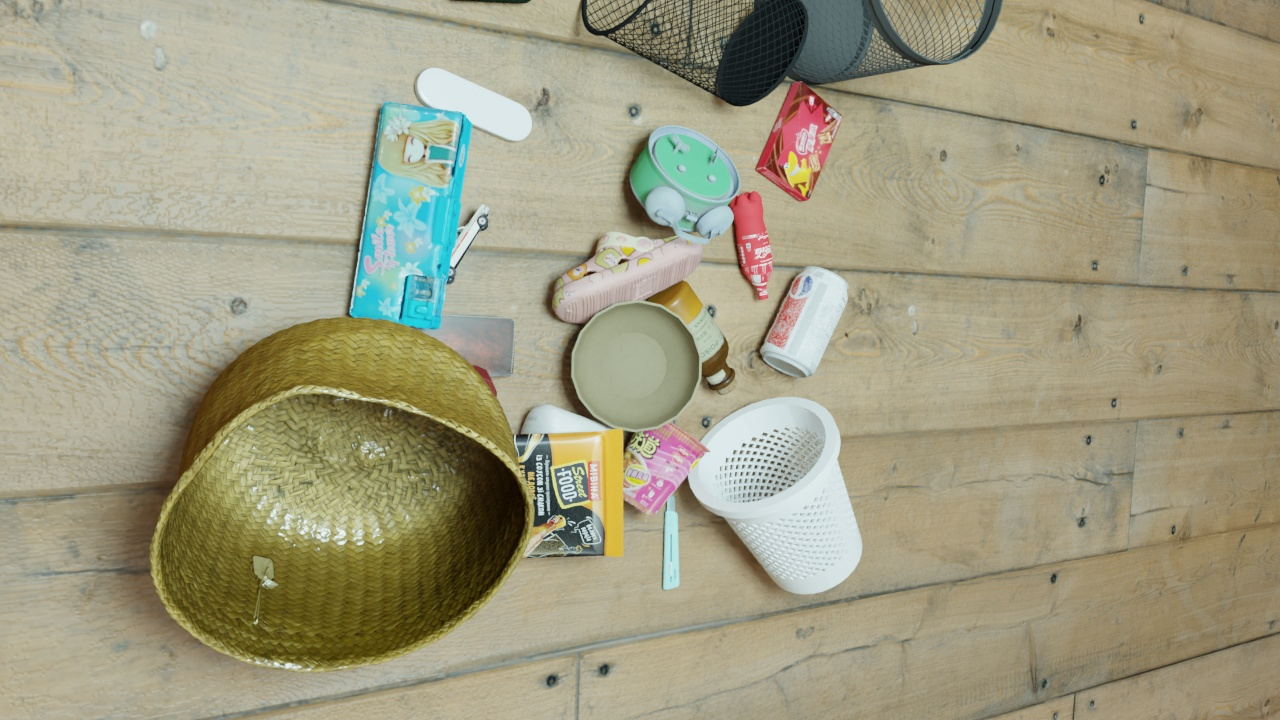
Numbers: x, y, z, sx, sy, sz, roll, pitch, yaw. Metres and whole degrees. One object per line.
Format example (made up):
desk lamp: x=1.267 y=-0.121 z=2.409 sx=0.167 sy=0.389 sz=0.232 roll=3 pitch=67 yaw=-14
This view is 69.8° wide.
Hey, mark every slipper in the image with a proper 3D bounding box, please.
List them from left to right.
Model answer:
slipper: x=-0.022 y=-0.111 z=1.089 sx=0.197 sy=0.093 sz=0.081 roll=-23 pitch=69 yaw=-17

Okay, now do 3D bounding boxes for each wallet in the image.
wallet: x=-0.201 y=-0.016 z=1.023 sx=0.123 sy=0.019 sz=0.072 roll=2 pitch=94 yaw=-30

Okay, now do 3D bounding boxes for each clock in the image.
clock: x=0.056 y=-0.203 z=1.078 sx=0.121 sy=0.076 sz=0.161 roll=13 pitch=50 yaw=-23

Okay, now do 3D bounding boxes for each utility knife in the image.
utility knife: x=0.039 y=0.235 z=1.190 sx=0.022 sy=0.015 sz=0.126 roll=0 pitch=94 yaw=2

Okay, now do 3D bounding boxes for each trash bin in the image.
trash bin: x=0.071 y=-0.407 z=1.059 sx=0.210 sy=0.184 sz=0.184 roll=22 pitch=83 yaw=-35
trash bin: x=0.191 y=0.186 z=1.186 sx=0.195 sy=0.196 sz=0.200 roll=-43 pitch=123 yaw=-20
trash bin: x=0.285 y=-0.459 z=1.141 sx=0.217 sy=0.228 sz=0.218 roll=-3 pitch=96 yaw=-30

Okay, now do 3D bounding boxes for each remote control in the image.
remote control: x=-0.182 y=-0.281 z=1.012 sx=0.136 sy=0.013 sz=0.043 roll=17 pitch=86 yaw=-30

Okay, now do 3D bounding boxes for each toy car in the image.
toy car: x=-0.205 y=-0.123 z=1.002 sx=0.039 sy=0.039 sz=0.113 roll=31 pitch=78 yaw=-8

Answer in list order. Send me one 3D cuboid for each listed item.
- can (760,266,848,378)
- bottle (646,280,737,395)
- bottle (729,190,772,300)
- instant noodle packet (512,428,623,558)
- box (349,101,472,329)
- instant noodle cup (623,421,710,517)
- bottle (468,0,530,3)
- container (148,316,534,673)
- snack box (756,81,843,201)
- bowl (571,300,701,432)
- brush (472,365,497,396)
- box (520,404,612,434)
can: x=0.221 y=-0.051 z=1.230 sx=0.078 sy=0.078 sz=0.136 roll=32 pitch=79 yaw=-28
bottle: x=0.071 y=-0.021 z=1.152 sx=0.067 sy=0.068 sz=0.157 roll=-45 pitch=114 yaw=-19
bottle: x=0.148 y=-0.149 z=1.199 sx=0.041 sy=0.042 sz=0.141 roll=-19 pitch=104 yaw=-27
instant noodle packet: x=-0.129 y=0.151 z=1.016 sx=0.220 sy=0.032 sz=0.160 roll=-1 pitch=110 yaw=-4
box: x=-0.239 y=-0.150 z=0.954 sx=0.094 sy=0.041 sz=0.227 roll=9 pitch=90 yaw=7
instant noodle cup: x=0.016 y=0.129 z=1.126 sx=0.097 sy=0.098 sz=0.108 roll=36 pitch=84 yaw=-28
bottle: x=-0.175 y=-0.418 z=0.975 sx=0.131 sy=0.061 sz=0.061 roll=-10 pitch=97 yaw=-29
container: x=-0.272 y=0.115 z=0.853 sx=0.306 sy=0.196 sz=0.307 roll=-7 pitch=119 yaw=-13
snack box: x=0.216 y=-0.293 z=1.236 sx=0.089 sy=0.021 sz=0.133 roll=28 pitch=81 yaw=-30
bowl: x=-0.006 y=0.006 z=1.082 sx=0.152 sy=0.050 sz=0.152 roll=0 pitch=91 yaw=-5
brush: x=-0.242 y=0.038 z=0.979 sx=0.173 sy=0.042 sz=0.082 roll=3 pitch=122 yaw=-30
box: x=-0.079 y=0.135 z=1.073 sx=0.140 sy=0.084 sz=0.141 roll=20 pitch=73 yaw=-31
